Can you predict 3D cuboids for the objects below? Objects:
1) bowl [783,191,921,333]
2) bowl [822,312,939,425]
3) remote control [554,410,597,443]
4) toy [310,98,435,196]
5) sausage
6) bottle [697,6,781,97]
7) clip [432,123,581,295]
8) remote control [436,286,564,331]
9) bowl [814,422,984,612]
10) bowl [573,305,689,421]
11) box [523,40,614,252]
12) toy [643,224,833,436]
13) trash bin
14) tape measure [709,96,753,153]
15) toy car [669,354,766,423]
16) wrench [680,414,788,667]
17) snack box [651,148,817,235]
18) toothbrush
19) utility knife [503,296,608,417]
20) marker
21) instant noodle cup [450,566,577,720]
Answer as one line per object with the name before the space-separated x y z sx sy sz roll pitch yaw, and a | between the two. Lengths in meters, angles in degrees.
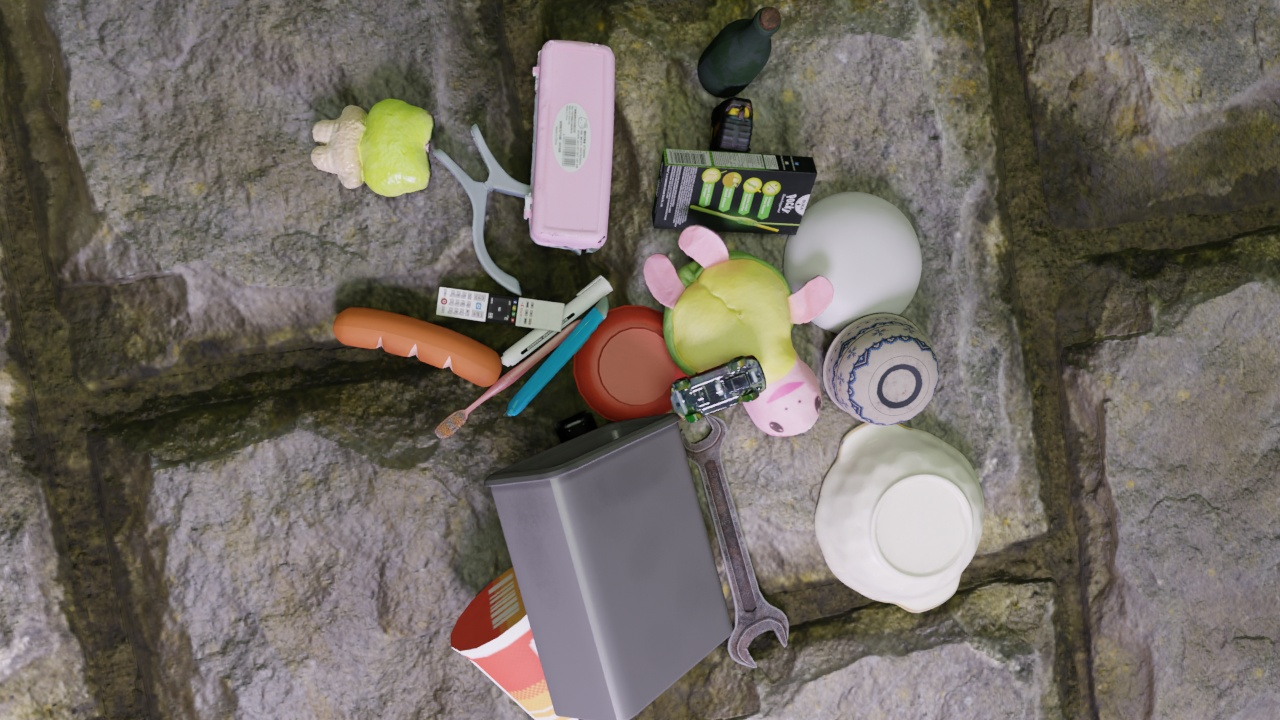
bowl | 0.225 -0.100 0.941 0.149 0.043 0.149 0 93 -8
bowl | 0.249 0.015 0.927 0.115 0.059 0.116 -4 111 -9
remote control | -0.040 0.125 0.929 0.041 0.020 0.152 -24 98 -7
toy | -0.253 -0.202 0.870 0.115 0.046 0.092 2 92 -1
sausage | -0.213 -0.016 0.888 0.164 0.039 0.044 18 88 -8
bottle | 0.096 -0.289 0.847 0.055 0.174 0.055 0 93 -8
clip | -0.155 -0.130 0.895 0.143 0.029 0.172 -45 97 -5
remote control | -0.137 -0.050 0.900 0.124 0.012 0.028 8 91 2
bowl | 0.282 0.167 0.957 0.188 0.060 0.219 -23 95 -6
bowl | -0.005 0.005 0.920 0.122 0.035 0.122 0 93 -8
box | -0.067 -0.206 0.884 0.086 0.044 0.202 3 84 -11
toy | 0.101 -0.025 0.907 0.190 0.088 0.238 -43 101 -8
trash bin | -0.021 0.180 0.838 0.191 0.098 0.220 -20 96 -50
tape measure | 0.091 -0.223 0.904 0.038 0.067 0.062 7 92 -8
toy car | 0.071 0.025 0.854 0.091 0.036 0.042 -23 99 5
wrench | 0.095 0.189 0.957 0.070 0.010 0.273 -16 95 -7
snack box | 0.090 -0.165 0.903 0.147 0.080 0.025 2 51 -8
toothbrush | -0.129 0.017 0.914 0.184 0.016 0.015 -39 104 -6
utility knife | -0.082 0.000 0.909 0.158 0.031 0.015 -46 120 4
marker | -0.085 -0.039 0.915 0.133 0.017 0.020 -38 116 -4
instant noodle cup | -0.096 0.276 0.886 0.123 0.123 0.121 -36 105 -5
